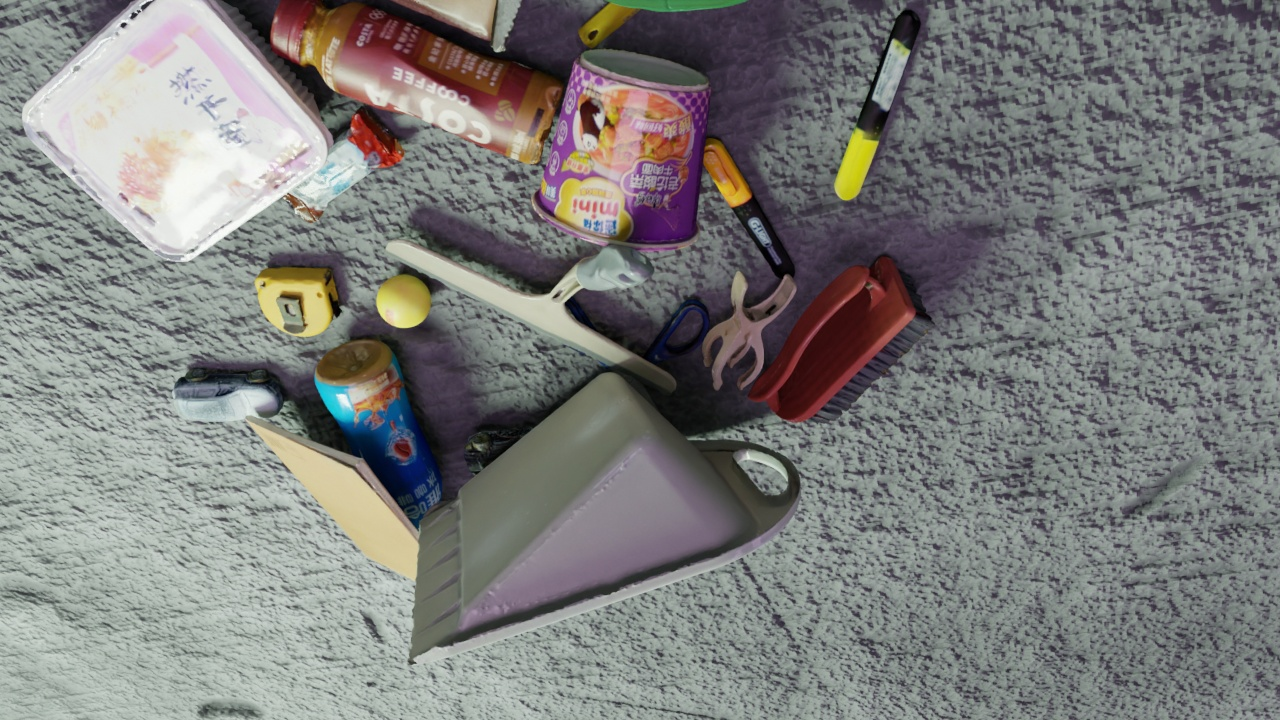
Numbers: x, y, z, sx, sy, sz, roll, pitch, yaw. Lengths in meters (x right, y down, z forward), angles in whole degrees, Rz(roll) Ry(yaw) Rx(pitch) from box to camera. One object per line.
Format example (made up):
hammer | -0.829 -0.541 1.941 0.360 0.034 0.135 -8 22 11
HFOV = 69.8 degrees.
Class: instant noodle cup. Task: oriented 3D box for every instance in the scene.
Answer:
instant noodle cup | -0.296 -0.160 0.607 0.174 0.060 0.138 -26 120 22
instant noodle cup | -0.007 -0.134 0.571 0.111 0.111 0.099 11 120 -2

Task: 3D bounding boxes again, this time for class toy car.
toy car | -0.098 0.077 0.784 0.105 0.031 0.049 -6 126 6
toy car | -0.349 0.032 0.776 0.090 0.034 0.043 1 125 3

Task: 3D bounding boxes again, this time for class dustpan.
dustpan | -0.022 0.120 0.675 0.258 0.222 0.142 -43 108 2

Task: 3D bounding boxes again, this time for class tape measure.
tape measure | -0.265 -0.045 0.711 0.060 0.028 0.057 2 128 4

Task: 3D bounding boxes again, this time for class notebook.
notebook | -0.241 0.134 0.795 0.150 0.012 0.212 14 143 34

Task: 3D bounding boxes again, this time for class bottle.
bottle | -0.210 0.085 0.781 0.065 0.065 0.219 -4 127 9
bottle | -0.138 -0.179 0.576 0.175 0.057 0.058 19 127 -8

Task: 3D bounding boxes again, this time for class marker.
marker | 0.076 -0.102 0.639 0.018 0.015 0.124 -20 125 28
marker | 0.151 -0.161 0.588 0.018 0.015 0.124 12 125 -4

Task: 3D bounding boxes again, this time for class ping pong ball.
ping pong ball | -0.179 -0.045 0.694 0.040 0.040 0.040 3 128 4

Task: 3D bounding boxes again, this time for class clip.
clip | 0.078 -0.024 0.680 0.076 0.034 0.101 1 132 -20

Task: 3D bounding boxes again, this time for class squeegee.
squeegee | -0.036 -0.050 0.593 0.246 0.039 0.247 27 168 -15

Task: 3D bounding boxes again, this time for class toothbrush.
toothbrush | 0.038 -0.244 0.533 0.190 0.016 0.015 -31 117 26

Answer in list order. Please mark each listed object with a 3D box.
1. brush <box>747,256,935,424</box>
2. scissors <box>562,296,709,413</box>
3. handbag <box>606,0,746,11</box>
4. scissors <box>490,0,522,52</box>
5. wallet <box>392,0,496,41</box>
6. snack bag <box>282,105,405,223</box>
brush | 0.140 -0.008 0.675 0.069 0.063 0.146 19 130 -23
scissors | -0.009 0.003 0.731 0.163 0.012 0.176 -30 121 26
handbag | 0.021 -0.250 0.486 0.131 0.067 0.120 5 116 15
scissors | -0.065 -0.275 0.474 0.211 0.015 0.177 -40 79 31
wallet | -0.105 -0.255 0.532 0.090 0.033 0.116 20 128 -6
snack bag | -0.213 -0.133 0.639 0.105 0.026 0.045 -26 129 25
